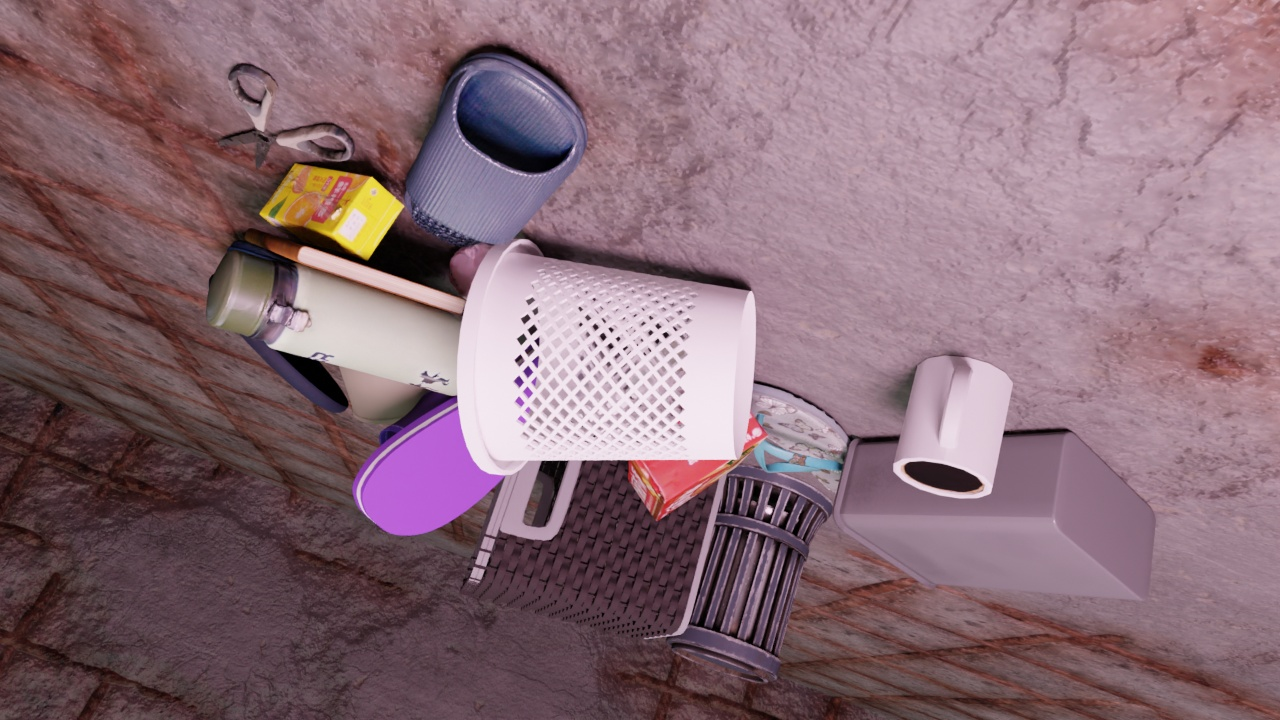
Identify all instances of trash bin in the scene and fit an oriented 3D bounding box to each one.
[{"bbox_3d":[0.331,0.148,0.868,0.191,0.097,0.220,35,153,-31],"label":"trash bin"},{"bbox_3d":[0.130,0.266,1.138,0.164,0.227,0.164,18,158,7],"label":"trash bin"},{"bbox_3d":[-0.015,0.004,0.741,0.200,0.195,0.196,4,155,13],"label":"trash bin"}]

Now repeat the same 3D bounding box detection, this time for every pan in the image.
[{"bbox_3d":[-0.410,-0.018,1.080,0.199,0.021,0.356,49,173,-8],"label":"pan"}]

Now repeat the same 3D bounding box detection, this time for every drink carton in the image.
[{"bbox_3d":[-0.257,-0.125,0.757,0.135,0.058,0.043,18,162,43],"label":"drink carton"}]

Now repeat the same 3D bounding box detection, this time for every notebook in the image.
[{"bbox_3d":[-0.245,-0.077,0.824,0.178,0.014,0.249,18,180,-34],"label":"notebook"}]

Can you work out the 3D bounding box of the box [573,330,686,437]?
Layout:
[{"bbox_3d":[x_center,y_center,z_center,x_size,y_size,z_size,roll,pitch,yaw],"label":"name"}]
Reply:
[{"bbox_3d":[0.001,0.010,0.884,0.108,0.137,0.128,36,-167,-36],"label":"box"}]

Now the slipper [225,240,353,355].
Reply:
[{"bbox_3d":[-0.342,-0.052,0.947,0.253,0.095,0.105,23,174,30],"label":"slipper"}]

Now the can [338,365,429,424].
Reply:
[{"bbox_3d":[-0.254,0.005,0.979,0.128,0.127,0.073,5,119,33],"label":"can"}]

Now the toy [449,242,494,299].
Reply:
[{"bbox_3d":[-0.146,-0.072,0.837,0.063,0.047,0.110,35,161,-6],"label":"toy"}]

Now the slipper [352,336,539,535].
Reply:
[{"bbox_3d":[-0.177,0.064,0.920,0.084,0.265,0.107,21,141,44],"label":"slipper"}]

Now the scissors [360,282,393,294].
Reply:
[{"bbox_3d":[-0.315,-0.065,1.032,0.156,0.019,0.125,19,154,10],"label":"scissors"}]

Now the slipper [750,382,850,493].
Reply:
[{"bbox_3d":[0.179,0.102,0.953,0.098,0.054,0.268,-5,148,43],"label":"slipper"}]

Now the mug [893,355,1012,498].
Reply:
[{"bbox_3d":[0.244,0.047,0.714,0.073,0.089,0.105,12,157,21],"label":"mug"}]

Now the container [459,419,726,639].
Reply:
[{"bbox_3d":[-0.060,0.196,1.127,0.243,0.246,0.246,20,158,-7],"label":"container"}]

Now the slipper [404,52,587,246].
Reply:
[{"bbox_3d":[-0.119,-0.119,0.658,0.101,0.082,0.264,26,158,-18],"label":"slipper"}]

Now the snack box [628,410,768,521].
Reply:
[{"bbox_3d":[0.049,0.099,0.918,0.060,0.113,0.236,56,171,11],"label":"snack box"}]

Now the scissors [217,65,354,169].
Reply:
[{"bbox_3d":[-0.300,-0.189,0.744,0.158,0.012,0.162,17,158,13],"label":"scissors"}]

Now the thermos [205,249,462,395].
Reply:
[{"bbox_3d":[-0.254,-0.030,0.803,0.231,0.082,0.082,20,163,-39],"label":"thermos"}]
